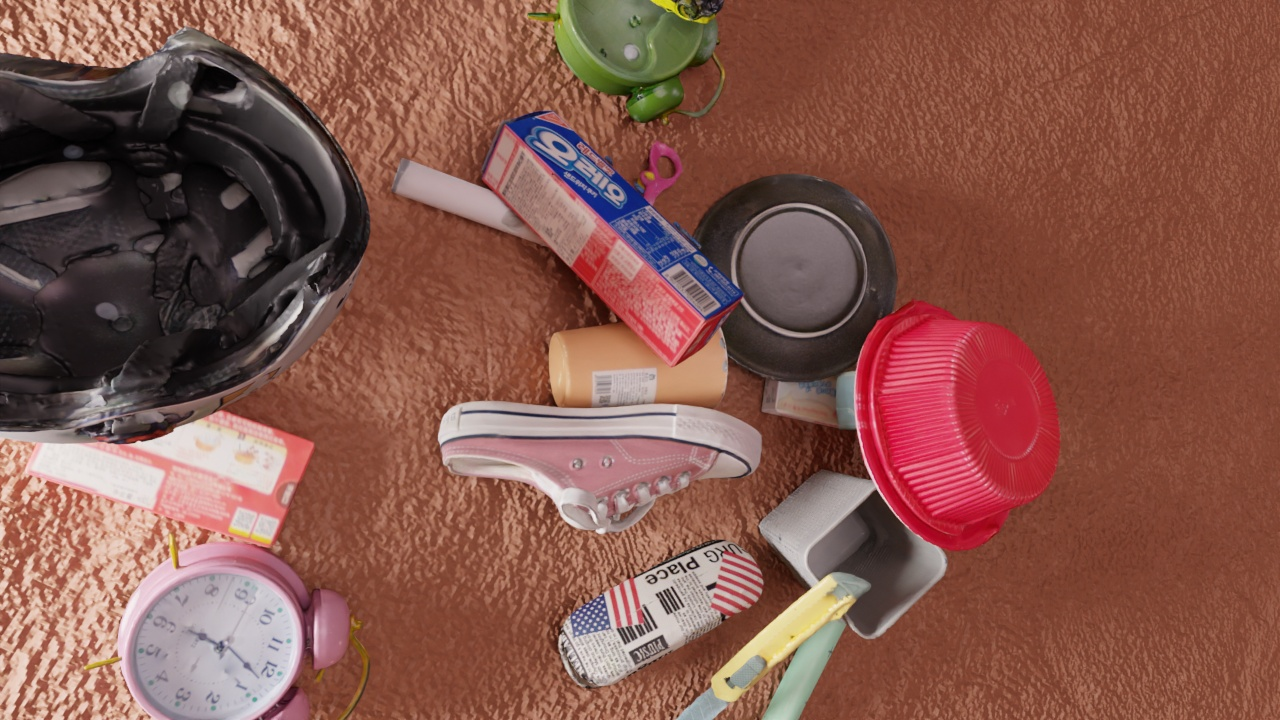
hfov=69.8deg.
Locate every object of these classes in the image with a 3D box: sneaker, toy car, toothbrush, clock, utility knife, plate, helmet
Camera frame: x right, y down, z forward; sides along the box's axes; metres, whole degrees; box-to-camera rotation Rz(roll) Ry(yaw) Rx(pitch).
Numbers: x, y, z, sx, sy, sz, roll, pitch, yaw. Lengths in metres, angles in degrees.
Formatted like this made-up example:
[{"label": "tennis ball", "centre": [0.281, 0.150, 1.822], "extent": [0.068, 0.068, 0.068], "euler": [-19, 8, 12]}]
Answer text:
[{"label": "sneaker", "centre": [-0.025, 0.083, 0.666], "extent": [0.241, 0.118, 0.087], "euler": [4, 66, -16]}, {"label": "toy car", "centre": [0.015, -0.291, 0.691], "extent": [0.105, 0.032, 0.048], "euler": [26, 76, -7]}, {"label": "toothbrush", "centre": [-0.078, -0.102, 0.700], "extent": [0.221, 0.026, 0.027], "euler": [18, 117, -20]}, {"label": "clock", "centre": [0.001, -0.258, 0.730], "extent": [0.161, 0.056, 0.116], "euler": [36, 74, -16]}, {"label": "utility knife", "centre": [0.085, 0.227, 0.684], "extent": [0.031, 0.022, 0.221], "euler": [44, 115, 6]}, {"label": "clock", "centre": [-0.252, 0.186, 0.587], "extent": [0.158, 0.060, 0.117], "euler": [32, 75, -19]}, {"label": "plate", "centre": [0.128, -0.072, 0.757], "extent": [0.179, 0.024, 0.179], "euler": [1, 81, -5]}, {"label": "toothbrush", "centre": [0.110, 0.298, 0.744], "extent": [0.026, 0.027, 0.224], "euler": [26, 73, 19]}, {"label": "helmet", "centre": [-0.300, -0.052, 0.530], "extent": [0.273, 0.157, 0.230], "euler": [-30, 79, -28]}]

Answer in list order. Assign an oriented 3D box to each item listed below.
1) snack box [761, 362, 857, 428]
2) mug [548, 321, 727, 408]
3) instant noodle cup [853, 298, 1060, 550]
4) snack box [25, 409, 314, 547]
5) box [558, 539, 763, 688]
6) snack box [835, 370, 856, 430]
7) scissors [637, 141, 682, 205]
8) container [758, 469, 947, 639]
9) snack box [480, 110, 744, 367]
[{"label": "snack box", "centre": [0.156, -0.024, 0.790], "extent": [0.084, 0.027, 0.156], "euler": [13, 81, -21]}, {"label": "mug", "centre": [-0.004, 0.004, 0.699], "extent": [0.122, 0.078, 0.078], "euler": [-5, 88, -18]}, {"label": "instant noodle cup", "centre": [0.247, 0.042, 0.685], "extent": [0.193, 0.066, 0.193], "euler": [10, 71, -32]}, {"label": "snack box", "centre": [-0.300, 0.063, 0.596], "extent": [0.153, 0.025, 0.075], "euler": [23, 76, -19]}, {"label": "box", "centre": [0.018, 0.185, 0.686], "extent": [0.163, 0.083, 0.075], "euler": [-21, 87, -20]}, {"label": "snack box", "centre": [0.253, 0.036, 0.782], "extent": [0.174, 0.074, 0.051], "euler": [4, 84, -34]}, {"label": "scissors", "centre": [-0.007, -0.123, 0.725], "extent": [0.130, 0.017, 0.133], "euler": [18, 64, -15]}, {"label": "container", "centre": [0.161, 0.145, 0.725], "extent": [0.090, 0.114, 0.090], "euler": [-39, 101, -9]}, {"label": "snack box", "centre": [-0.023, -0.092, 0.659], "extent": [0.207, 0.058, 0.057], "euler": [45, 44, 11]}]
